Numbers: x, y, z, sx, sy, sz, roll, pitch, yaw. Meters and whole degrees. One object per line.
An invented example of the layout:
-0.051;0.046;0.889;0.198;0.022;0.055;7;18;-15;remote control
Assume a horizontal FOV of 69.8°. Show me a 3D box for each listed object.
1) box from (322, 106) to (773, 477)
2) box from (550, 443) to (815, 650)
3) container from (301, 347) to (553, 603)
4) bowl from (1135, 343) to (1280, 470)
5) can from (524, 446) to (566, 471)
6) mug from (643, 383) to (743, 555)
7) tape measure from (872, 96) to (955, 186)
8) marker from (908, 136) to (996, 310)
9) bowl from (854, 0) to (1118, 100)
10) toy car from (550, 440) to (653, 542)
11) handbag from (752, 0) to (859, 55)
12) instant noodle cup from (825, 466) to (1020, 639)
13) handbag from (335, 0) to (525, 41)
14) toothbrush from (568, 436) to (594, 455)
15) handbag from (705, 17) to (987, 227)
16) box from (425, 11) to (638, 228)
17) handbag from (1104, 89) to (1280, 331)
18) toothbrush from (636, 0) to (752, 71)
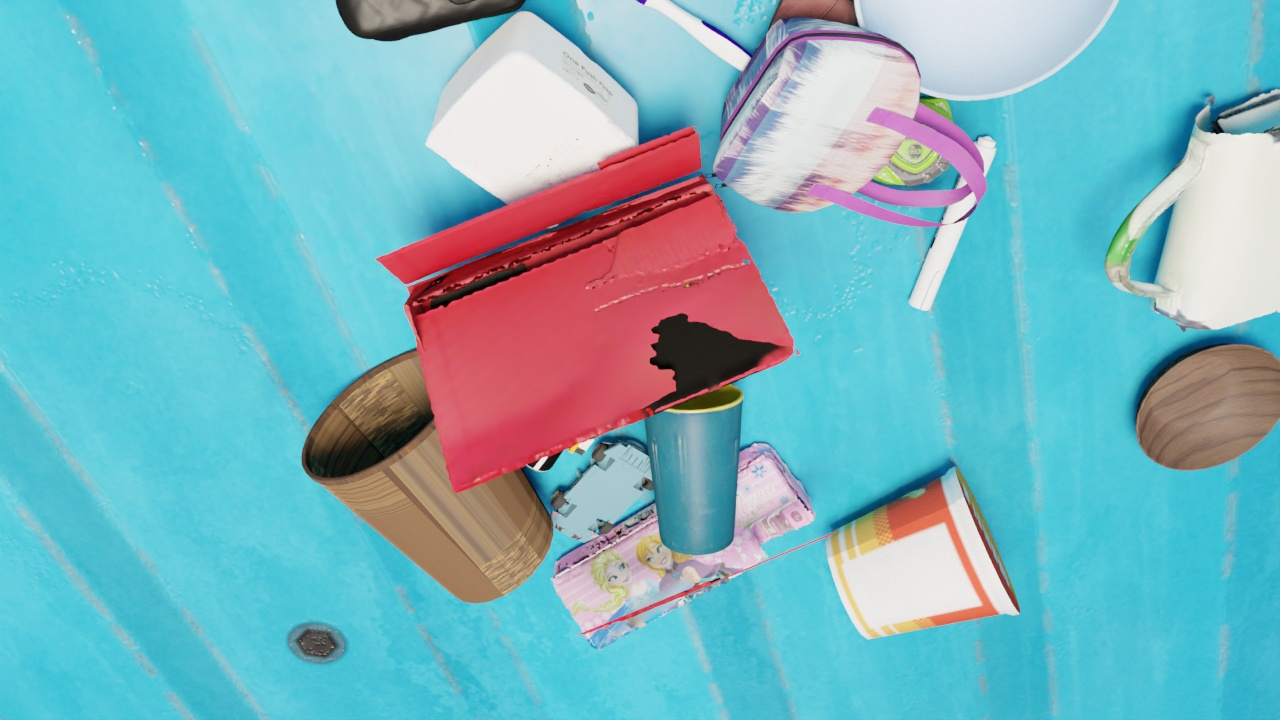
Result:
-0.064;-0.104;0.488;0.213;0.127;0.426;-21;140;1;box
0.033;0.163;0.780;0.231;0.063;0.084;-33;116;15;box
-0.150;0.096;0.701;0.132;0.132;0.167;-24;124;10;container
0.455;0.032;0.744;0.119;0.032;0.119;-1;120;-2;bowl
-0.065;0.050;0.728;0.031;0.031;0.081;27;115;-17;can
0.042;0.084;0.711;0.078;0.078;0.121;-4;105;-1;mug
0.181;-0.150;0.626;0.065;0.035;0.059;1;111;0;tape measure
0.226;-0.097;0.665;0.017;0.020;0.134;11;119;-7;marker
0.200;-0.240;0.545;0.150;0.074;0.151;3;129;4;bowl
-0.031;0.104;0.764;0.060;0.027;0.108;32;118;-19;toy car
0.092;-0.191;0.605;0.055;0.029;0.120;30;120;-12;handbag
0.231;0.169;0.768;0.121;0.123;0.123;-25;118;19;instant noodle cup
-0.118;-0.260;0.495;0.125;0.114;0.154;-10;105;-4;handbag
-0.004;0.004;0.708;0.031;0.031;0.197;30;118;-14;toothbrush
0.139;-0.133;0.580;0.170;0.067;0.145;20;142;-14;handbag
-0.066;-0.164;0.594;0.108;0.101;0.103;34;131;-30;box
0.385;-0.097;0.632;0.175;0.074;0.151;-18;123;-14;handbag
0.001;-0.231;0.572;0.186;0.016;0.015;29;125;-14;toothbrush
